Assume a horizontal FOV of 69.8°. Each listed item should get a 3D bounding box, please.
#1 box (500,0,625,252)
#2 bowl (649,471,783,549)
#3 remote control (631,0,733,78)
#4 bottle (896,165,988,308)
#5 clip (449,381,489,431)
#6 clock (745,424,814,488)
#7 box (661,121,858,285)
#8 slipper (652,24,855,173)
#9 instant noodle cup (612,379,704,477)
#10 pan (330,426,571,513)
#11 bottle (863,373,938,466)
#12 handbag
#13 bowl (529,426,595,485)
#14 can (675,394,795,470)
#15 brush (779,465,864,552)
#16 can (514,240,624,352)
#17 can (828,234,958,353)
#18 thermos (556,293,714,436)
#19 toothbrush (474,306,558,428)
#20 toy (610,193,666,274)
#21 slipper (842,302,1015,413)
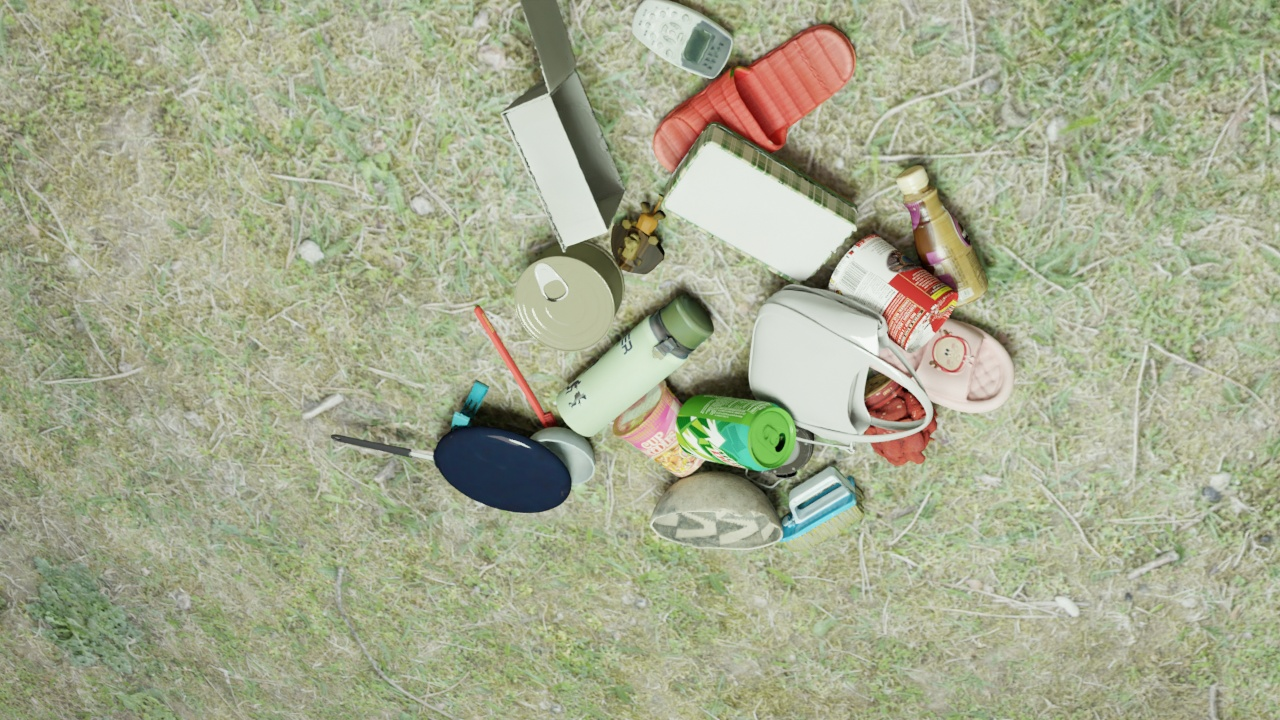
[{"bbox_3d":[-0.098,-0.319,0.991,0.098,0.165,0.369,-11,115,12],"label":"box"},{"bbox_3d":[0.104,0.197,1.241,0.178,0.081,0.179,5,152,3],"label":"bowl"},{"bbox_3d":[0.046,-0.360,1.017,0.114,0.028,0.060,29,119,-3],"label":"remote control"},{"bbox_3d":[0.338,-0.142,1.044,0.060,0.059,0.166,-24,108,22],"label":"bottle"},{"bbox_3d":[-0.255,0.098,1.288,0.027,0.102,0.120,29,132,-1],"label":"clip"},{"bbox_3d":[0.182,0.108,1.214,0.091,0.043,0.123,24,120,1],"label":"clock"},{"bbox_3d":[0.136,-0.176,1.045,0.205,0.050,0.118,25,135,-13],"label":"box"},{"bbox_3d":[0.124,-0.279,1.024,0.249,0.059,0.103,-28,107,22],"label":"slipper"},{"bbox_3d":[0.034,0.096,1.217,0.098,0.097,0.108,-37,112,26],"label":"instant noodle cup"},{"bbox_3d":[-0.272,0.146,1.303,0.356,0.021,0.199,11,141,6],"label":"pan"},{"bbox_3d":[0.325,0.071,1.143,0.099,0.098,0.111,-32,96,24],"label":"bottle"},{"bbox_3d":[0.238,0.025,1.077,0.223,0.095,0.216,28,137,28],"label":"handbag"},{"bbox_3d":[-0.111,0.128,1.282,0.106,0.039,0.106,8,139,7],"label":"bowl"},{"bbox_3d":[0.116,0.088,1.132,0.144,0.082,0.083,4,126,56],"label":"can"},{"bbox_3d":[0.231,0.204,1.244,0.136,0.055,0.075,-38,108,26],"label":"brush"},{"bbox_3d":[-0.087,-0.083,1.160,0.128,0.073,0.128,5,117,10],"label":"can"},{"bbox_3d":[0.287,-0.077,1.047,0.116,0.086,0.087,43,122,25],"label":"can"},{"bbox_3d":[-0.007,0.007,1.183,0.232,0.082,0.082,-39,103,26],"label":"thermos"},{"bbox_3d":[-0.167,0.015,1.263,0.018,0.012,0.212,-22,110,21],"label":"toothbrush"},{"bbox_3d":[0.004,-0.155,1.114,0.076,0.062,0.100,34,114,16],"label":"toy"},{"bbox_3d":[0.335,-0.016,1.089,0.222,0.056,0.106,23,75,10],"label":"slipper"}]
